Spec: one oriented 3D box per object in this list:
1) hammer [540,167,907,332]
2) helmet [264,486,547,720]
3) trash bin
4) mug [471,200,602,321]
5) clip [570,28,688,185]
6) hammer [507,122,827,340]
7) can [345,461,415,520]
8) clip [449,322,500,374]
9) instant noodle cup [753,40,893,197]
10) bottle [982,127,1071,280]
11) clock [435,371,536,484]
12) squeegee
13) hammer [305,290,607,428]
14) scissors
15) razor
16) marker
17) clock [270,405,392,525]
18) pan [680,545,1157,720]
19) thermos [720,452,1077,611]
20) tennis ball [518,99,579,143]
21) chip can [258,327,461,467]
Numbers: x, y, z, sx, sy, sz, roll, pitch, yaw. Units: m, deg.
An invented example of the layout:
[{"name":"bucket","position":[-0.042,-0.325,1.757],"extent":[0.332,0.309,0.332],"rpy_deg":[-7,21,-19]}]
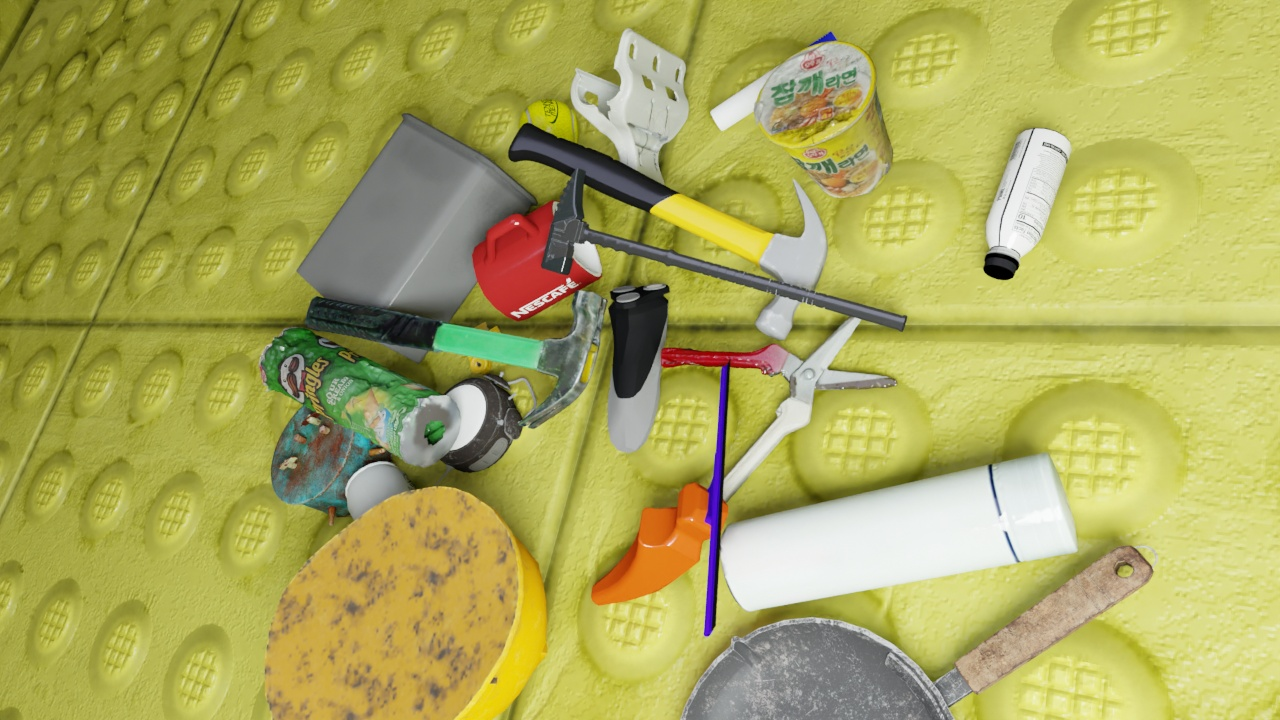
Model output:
[{"name":"hammer","position":[0.063,-0.082,0.765],"extent":[0.325,0.015,0.095],"rpy_deg":[19,98,25]},{"name":"helmet","position":[-0.166,0.224,0.753],"extent":[0.256,0.131,0.205],"rpy_deg":[-24,55,22]},{"name":"trash bin","position":[-0.251,-0.138,1.017],"extent":[0.192,0.097,0.220],"rpy_deg":[35,89,40]},{"name":"mug","position":[-0.109,-0.102,0.890],"extent":[0.097,0.116,0.080],"rpy_deg":[-27,60,19]},{"name":"clip","position":[-0.012,-0.236,0.900],"extent":[0.110,0.126,0.151],"rpy_deg":[20,102,30]},{"name":"hammer","position":[0.018,-0.143,0.822],"extent":[0.324,0.029,0.127],"rpy_deg":[29,85,20]},{"name":"can","position":[-0.238,0.150,0.881],"extent":[0.064,0.064,0.127],"rpy_deg":[-48,51,3]},{"name":"clip","position":[-0.169,-0.011,0.943],"extent":[0.054,0.046,0.048],"rpy_deg":[-26,30,18]},{"name":"instant noodle cup","position":[0.161,-0.192,0.764],"extent":[0.102,0.108,0.102],"rpy_deg":[-15,60,26]},{"name":"bottle","position":[0.286,-0.115,0.688],"extent":[0.041,0.041,0.116],"rpy_deg":[14,75,37]},{"name":"clock","position":[-0.161,0.058,0.891],"extent":[0.123,0.043,0.091],"rpy_deg":[-37,52,12]},{"name":"squeegee","position":[0.019,0.140,0.702],"extent":[0.185,0.055,0.248],"rpy_deg":[-46,22,36]},{"name":"hammer","position":[-0.189,-0.021,0.875],"extent":[0.319,0.032,0.130],"rpy_deg":[11,85,23]},{"name":"scissors","position":[0.100,0.036,0.739],"extent":[0.199,0.015,0.179],"rpy_deg":[9,83,25]},{"name":"razor","position":[-0.005,0.005,0.812],"extent":[0.057,0.060,0.156],"rpy_deg":[-3,80,20]},{"name":"marker","position":[0.130,-0.264,0.878],"extent":[0.133,0.023,0.027],"rpy_deg":[-30,75,17]},{"name":"clock","position":[-0.338,0.091,0.972],"extent":[0.158,0.073,0.121],"rpy_deg":[32,86,40]},{"name":"pan","position":[0.176,0.228,0.590],"extent":[0.357,0.040,0.207],"rpy_deg":[-38,52,10]},{"name":"thermos","position":[0.171,0.120,0.629],"extent":[0.231,0.068,0.067],"rpy_deg":[-19,58,25]},{"name":"tennis ball","position":[-0.099,-0.249,0.991],"extent":[0.065,0.065,0.065],"rpy_deg":[-15,60,27]},{"name":"chip can","position":[-0.273,0.033,0.887],"extent":[0.223,0.075,0.075],"rpy_deg":[20,79,32]}]
